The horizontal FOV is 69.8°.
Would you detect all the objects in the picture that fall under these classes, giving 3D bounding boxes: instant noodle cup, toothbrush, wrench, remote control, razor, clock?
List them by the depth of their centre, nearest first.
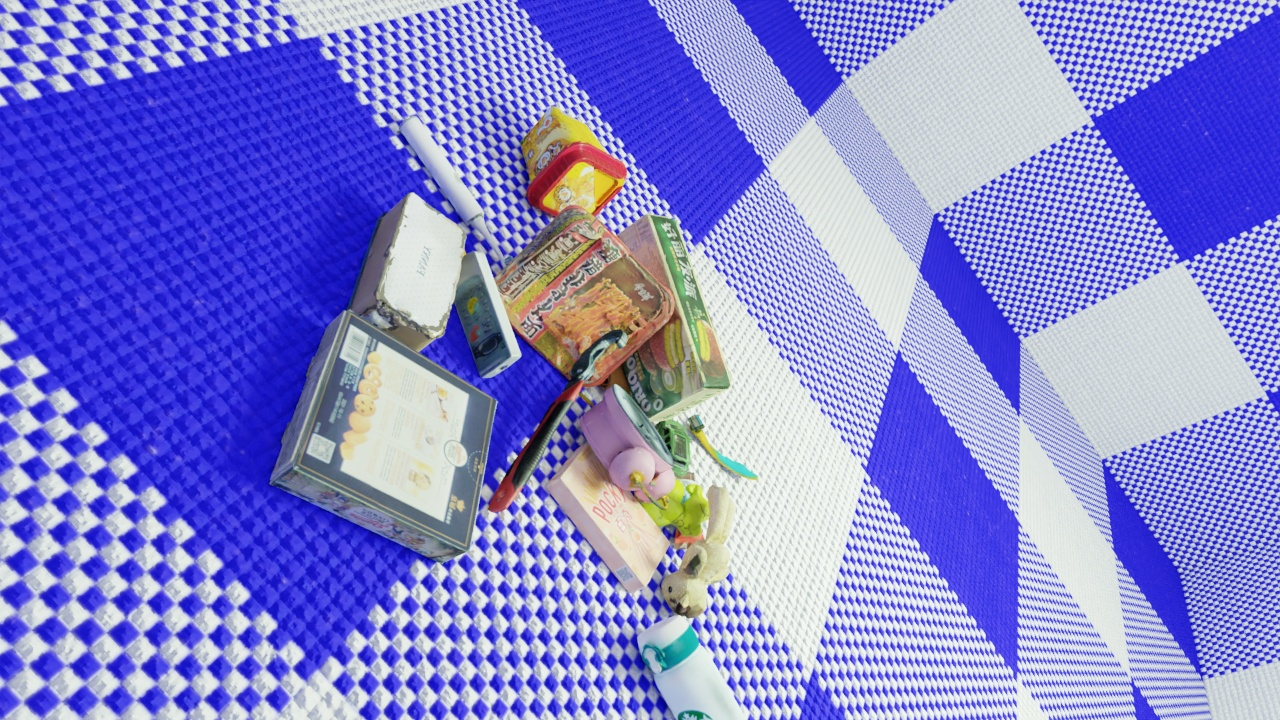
[{"bbox_3d":[-0.089,0.059,0.992,0.016,0.056,0.272,53,49,-24],"label":"wrench"},{"bbox_3d":[-0.174,-0.051,1.005,0.019,0.056,0.135,-1,65,-53],"label":"remote control"},{"bbox_3d":[-0.009,0.104,1.051,0.158,0.060,0.117,56,7,31],"label":"clock"},{"bbox_3d":[-0.070,-0.078,1.091,0.189,0.165,0.079,44,12,-21],"label":"instant noodle cup"},{"bbox_3d":[-0.214,-0.192,1.095,0.221,0.026,0.026,55,26,-4],"label":"toothbrush"},{"bbox_3d":[-0.099,-0.267,1.245,0.116,0.116,0.123,17,39,-47],"label":"instant noodle cup"},{"bbox_3d":[0.115,0.128,1.270,0.132,0.028,0.043,43,4,-19],"label":"razor"}]

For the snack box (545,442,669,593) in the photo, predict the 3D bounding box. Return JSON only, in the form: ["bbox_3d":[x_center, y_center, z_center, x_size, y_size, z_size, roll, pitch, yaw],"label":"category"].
[{"bbox_3d":[-0.034,0.175,1.032,0.157,0.026,0.084,53,32,-8],"label":"snack box"}]

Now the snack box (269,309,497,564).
[{"bbox_3d":[-0.225,0.070,0.844,0.182,0.046,0.177,36,39,-31],"label":"snack box"}]

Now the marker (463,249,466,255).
[{"bbox_3d":[-0.188,-0.077,1.042,0.015,0.018,0.124,-13,75,-57],"label":"marker"}]

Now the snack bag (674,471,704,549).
[{"bbox_3d":[0.056,0.185,1.143,0.048,0.026,0.104,11,52,-30],"label":"snack bag"}]

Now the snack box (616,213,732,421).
[{"bbox_3d":[0.022,-0.053,1.153,0.063,0.115,0.240,1,65,-48],"label":"snack box"}]

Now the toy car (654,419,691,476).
[{"bbox_3d":[0.042,0.108,1.166,0.043,0.036,0.091,21,31,-18],"label":"toy car"}]

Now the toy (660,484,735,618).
[{"bbox_3d":[0.072,0.221,1.062,0.157,0.066,0.105,-67,157,-19],"label":"toy"}]

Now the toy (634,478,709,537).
[{"bbox_3d":[0.037,0.172,1.107,0.100,0.031,0.096,41,50,2],"label":"toy"}]

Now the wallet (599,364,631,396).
[{"bbox_3d":[-0.007,0.007,1.204,0.131,0.031,0.107,23,48,-44],"label":"wallet"}]

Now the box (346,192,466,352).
[{"bbox_3d":[-0.239,-0.095,0.954,0.089,0.061,0.183,37,36,-30],"label":"box"}]

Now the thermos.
[{"bbox_3d":[0.072,0.377,0.969,0.224,0.073,0.073,60,32,3],"label":"thermos"}]
